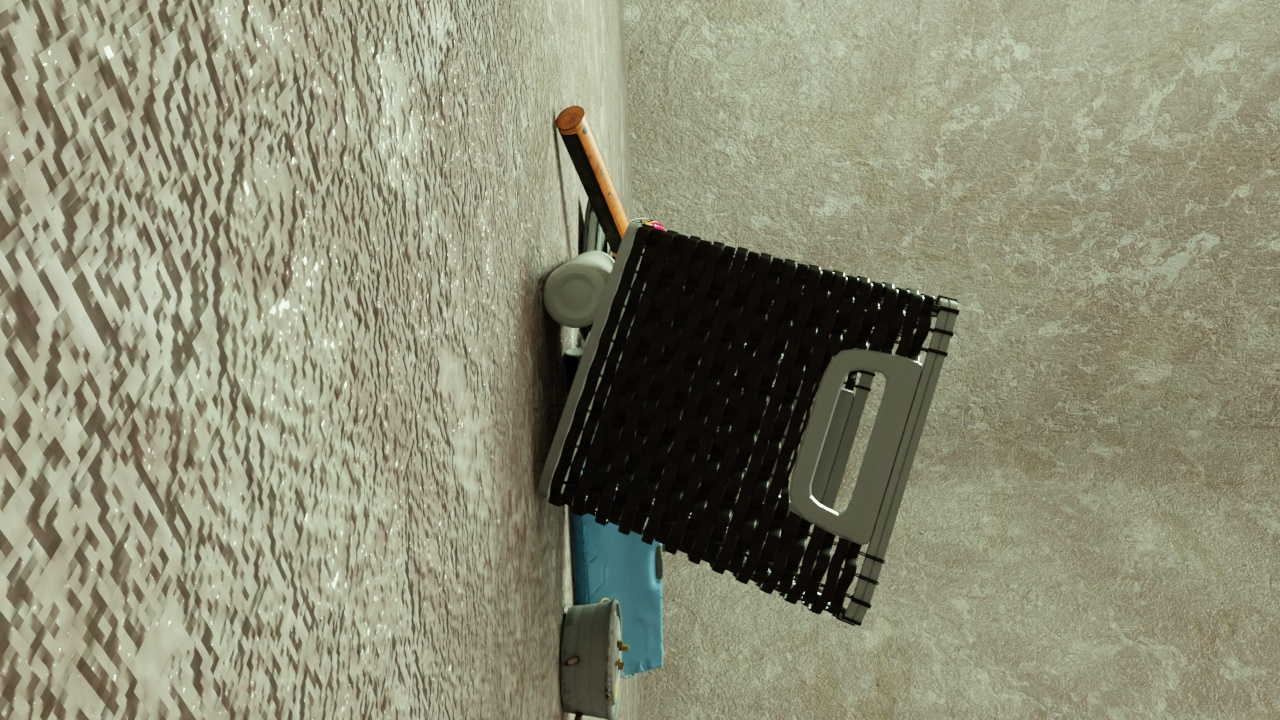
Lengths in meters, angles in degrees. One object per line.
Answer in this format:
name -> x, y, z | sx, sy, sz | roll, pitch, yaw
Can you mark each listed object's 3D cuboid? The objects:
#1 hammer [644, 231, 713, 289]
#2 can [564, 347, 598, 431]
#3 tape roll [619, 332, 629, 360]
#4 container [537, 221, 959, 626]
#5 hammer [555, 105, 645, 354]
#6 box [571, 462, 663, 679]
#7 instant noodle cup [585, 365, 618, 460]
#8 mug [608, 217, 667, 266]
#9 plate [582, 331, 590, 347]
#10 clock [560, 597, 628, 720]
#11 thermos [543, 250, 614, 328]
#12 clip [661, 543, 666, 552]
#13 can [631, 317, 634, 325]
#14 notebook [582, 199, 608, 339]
hammer -> 0.017, -0.020, 0.989 | 0.029, 0.127, 0.325 | -61, 178, -37
can -> -0.055, 0.030, 0.884 | 0.031, 0.031, 0.080 | -85, 174, -74
tape roll -> -0.006, 0.006, 0.967 | 0.018, 0.094, 0.094 | -43, 161, -19
container -> 0.077, 0.045, 0.760 | 0.245, 0.243, 0.247 | 74, 34, -83
hammer -> -0.014, -0.142, 0.964 | 0.137, 0.035, 0.315 | -47, 144, -17
box -> -0.020, 0.210, 0.920 | 0.054, 0.093, 0.232 | 12, -72, 48
instant noodle cup -> -0.026, 0.066, 0.968 | 0.100, 0.100, 0.112 | -90, 169, -48
mug -> 0.008, -0.112, 1.142 | 0.098, 0.082, 0.118 | -87, 154, -70
plate -> -0.052, 0.005, 1.042 | 0.104, 0.026, 0.104 | 3, 89, -83
clock -> -0.039, 0.262, 0.831 | 0.147, 0.056, 0.104 | -80, 169, -71
thermos -> -0.049, -0.070, 0.834 | 0.224, 0.052, 0.052 | -82, 171, -80
clip -> -0.016, 0.158, 1.062 | 0.152, 0.099, 0.127 | -107, -154, -43
can -> 0.007, -0.009, 1.180 | 0.144, 0.099, 0.099 | -55, 143, -85
notebook -> -0.054, -0.092, 1.141 | 0.209, 0.029, 0.169 | 94, -2, -69
